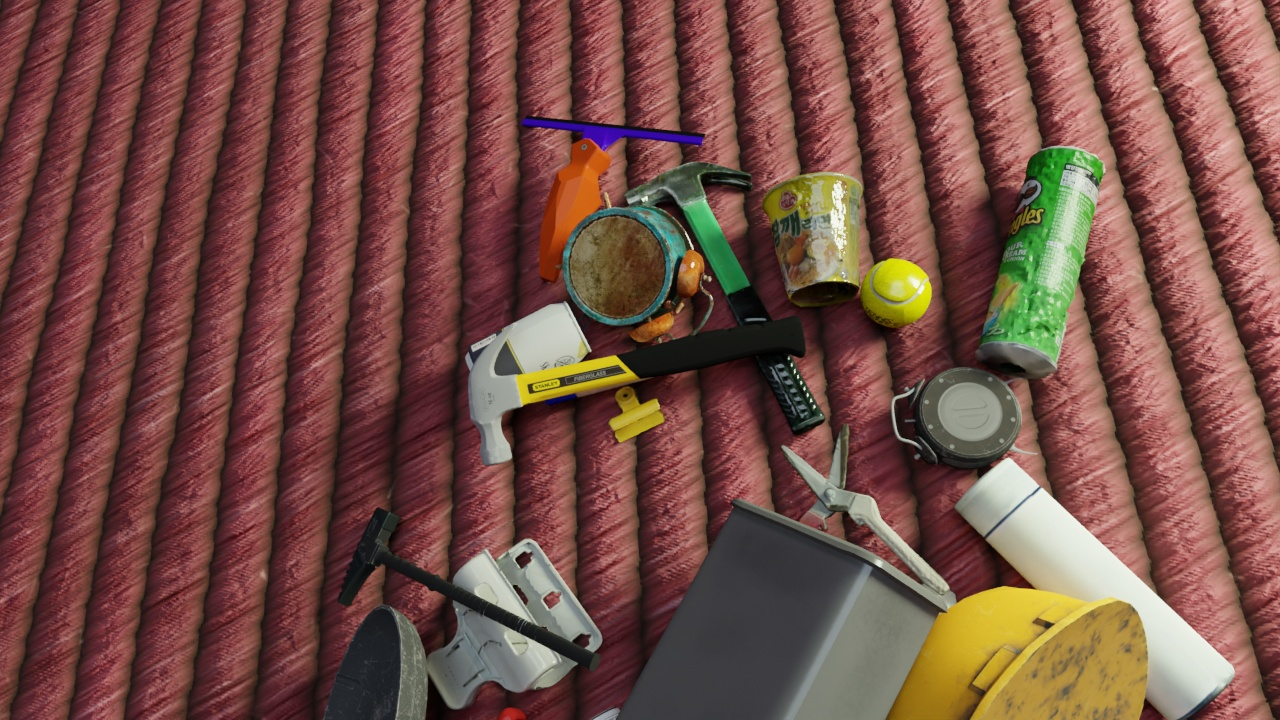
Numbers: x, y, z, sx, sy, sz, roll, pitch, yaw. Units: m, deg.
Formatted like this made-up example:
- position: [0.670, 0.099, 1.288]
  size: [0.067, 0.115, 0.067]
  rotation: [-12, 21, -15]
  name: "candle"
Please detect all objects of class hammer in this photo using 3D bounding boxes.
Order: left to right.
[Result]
- position: [-0.154, 0.208, 0.781]
  size: [0.326, 0.015, 0.095]
  rotation: [10, 70, 42]
  name: "hammer"
- position: [-0.005, 0.005, 0.867]
  size: [0.323, 0.029, 0.127]
  rotation: [-12, 93, 0]
  name: "hammer"
- position: [0.100, -0.070, 0.926]
  size: [0.130, 0.032, 0.318]
  rotation: [-24, 67, -1]
  name: "hammer"

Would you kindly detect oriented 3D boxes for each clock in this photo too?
- position: [0.003, -0.084, 0.910]
  size: [0.157, 0.073, 0.121]
  rotation: [40, 110, 10]
  name: "clock"
- position: [0.290, 0.054, 0.834]
  size: [0.123, 0.044, 0.091]
  rotation: [-5, 67, 8]
  name: "clock"

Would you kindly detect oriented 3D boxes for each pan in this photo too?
- position: [-0.248, 0.380, 0.757]
  size: [0.040, 0.208, 0.357]
  rotation: [19, 90, -27]
  name: "pan"

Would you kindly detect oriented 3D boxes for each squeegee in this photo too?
- position: [-0.070, -0.172, 0.976]
  size: [0.250, 0.055, 0.184]
  rotation: [16, 86, 35]
  name: "squeegee"

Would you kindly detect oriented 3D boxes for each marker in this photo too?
- position: [-0.031, 0.017, 0.913]
  size: [0.133, 0.027, 0.023]
  rotation: [-15, 103, 3]
  name: "marker"

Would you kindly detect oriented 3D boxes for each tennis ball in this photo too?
- position: [0.244, -0.064, 0.879]
  size: [0.065, 0.065, 0.065]
  rotation: [-3, 67, 8]
  name: "tennis ball"

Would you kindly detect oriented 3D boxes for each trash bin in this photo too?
- position: [0.096, 0.239, 0.704]
  size: [0.097, 0.192, 0.219]
  rotation: [35, 80, -24]
  name: "trash bin"

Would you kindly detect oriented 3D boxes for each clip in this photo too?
- position: [-0.127, 0.240, 0.811]
  size: [0.150, 0.110, 0.126]
  rotation: [-33, 63, -16]
  name: "clip"
- position: [-0.008, 0.048, 0.896]
  size: [0.054, 0.046, 0.048]
  rotation: [-26, 91, 0]
  name: "clip"

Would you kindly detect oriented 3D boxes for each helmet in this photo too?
- position: [0.254, 0.269, 0.692]
  size: [0.255, 0.205, 0.131]
  rotation: [-44, 32, -17]
  name: "helmet"

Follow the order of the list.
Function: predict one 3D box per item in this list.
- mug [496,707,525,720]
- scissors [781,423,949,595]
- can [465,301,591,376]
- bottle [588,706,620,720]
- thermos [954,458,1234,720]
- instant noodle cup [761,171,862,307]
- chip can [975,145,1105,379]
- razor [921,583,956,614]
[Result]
- position: [-0.130, 0.342, 0.757]
  size: [0.080, 0.097, 0.116]
  rotation: [29, 75, 19]
  name: "mug"
- position: [0.188, 0.154, 0.809]
  size: [0.180, 0.015, 0.199]
  rotation: [10, 74, 34]
  name: "scissors"
- position: [-0.106, -0.011, 0.916]
  size: [0.127, 0.064, 0.064]
  rotation: [-27, 66, -2]
  name: "can"
- position: [-0.009, 0.351, 0.764]
  size: [0.041, 0.041, 0.116]
  rotation: [-31, 66, -4]
  name: "bottle"
- position: [0.366, 0.183, 0.757]
  size: [0.068, 0.068, 0.230]
  rotation: [-38, 68, -7]
  name: "thermos"
- position: [0.172, -0.114, 0.899]
  size: [0.102, 0.102, 0.108]
  rotation: [-6, 72, 7]
  name: "instant noodle cup"
- position: [0.378, -0.091, 0.865]
  size: [0.075, 0.075, 0.222]
  rotation: [17, 72, 16]
  name: "chip can"
- position: [0.207, 0.244, 0.768]
  size: [0.155, 0.060, 0.057]
  rotation: [-33, 53, -26]
  name: "razor"
